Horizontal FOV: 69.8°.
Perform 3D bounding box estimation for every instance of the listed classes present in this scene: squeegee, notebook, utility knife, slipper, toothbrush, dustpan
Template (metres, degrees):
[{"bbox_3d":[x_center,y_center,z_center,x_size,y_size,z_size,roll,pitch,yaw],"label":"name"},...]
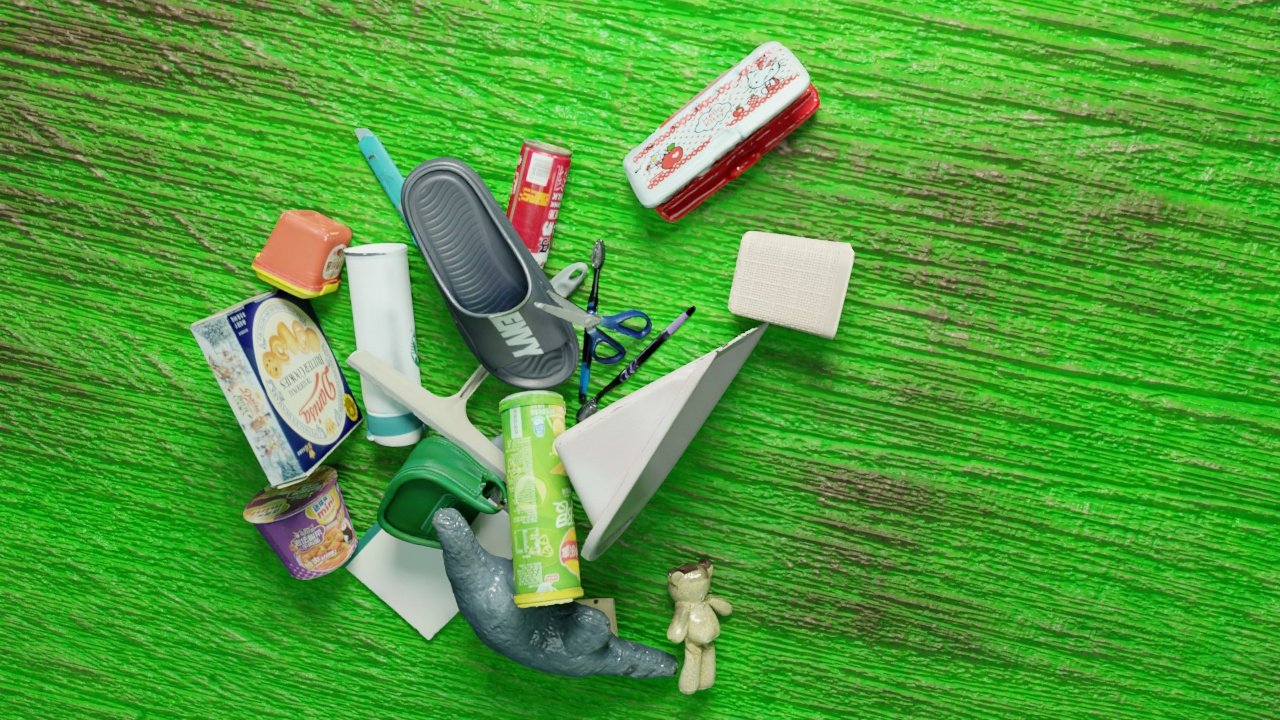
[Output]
[{"bbox_3d":[-0.145,-0.017,1.011,0.246,0.039,0.246,40,95,-20],"label":"squeegee"},{"bbox_3d":[-0.248,0.229,1.104,0.150,0.012,0.209,43,110,-7],"label":"notebook"},{"bbox_3d":[-0.263,-0.180,0.995,0.029,0.013,0.161,-28,101,11],"label":"utility knife"},{"bbox_3d":[-0.155,-0.072,0.920,0.111,0.083,0.268,-26,112,6],"label":"slipper"},{"bbox_3d":[-0.056,-0.041,1.013,0.014,0.016,0.190,9,108,5],"label":"toothbrush"},{"bbox_3d":[0.034,0.088,0.942,0.274,0.222,0.139,-29,89,26],"label":"dustpan"},{"bbox_3d":[-0.006,0.006,1.020,0.189,0.016,0.014,-44,123,14],"label":"toothbrush"}]

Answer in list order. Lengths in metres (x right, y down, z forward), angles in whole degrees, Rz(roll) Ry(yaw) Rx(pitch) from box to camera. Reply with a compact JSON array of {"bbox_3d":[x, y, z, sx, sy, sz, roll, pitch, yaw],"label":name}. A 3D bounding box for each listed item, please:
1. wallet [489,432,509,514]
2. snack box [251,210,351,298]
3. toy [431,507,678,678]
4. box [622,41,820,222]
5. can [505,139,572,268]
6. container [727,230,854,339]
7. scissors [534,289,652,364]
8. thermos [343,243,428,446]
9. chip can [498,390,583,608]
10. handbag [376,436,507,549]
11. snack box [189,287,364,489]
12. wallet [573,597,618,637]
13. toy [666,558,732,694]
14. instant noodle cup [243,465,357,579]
[{"bbox_3d":[-0.156,0.149,1.078,0.097,0.019,0.121,-31,102,15],"label":"wallet"},{"bbox_3d":[-0.360,-0.117,0.986,0.082,0.091,0.080,25,100,-2],"label":"snack box"},{"bbox_3d":[-0.114,0.290,1.042,0.356,0.091,0.138,37,122,-20],"label":"toy"},{"bbox_3d":[0.077,-0.225,0.906,0.202,0.091,0.094,-36,98,15],"label":"box"},{"bbox_3d":[-0.112,-0.160,0.964,0.053,0.053,0.133,16,107,1],"label":"can"},{"bbox_3d":[0.152,-0.083,0.941,0.111,0.090,0.090,12,107,6],"label":"container"},{"bbox_3d":[-0.042,-0.045,0.950,0.128,0.173,0.012,-28,58,-9],"label":"scissors"},{"bbox_3d":[-0.278,-0.014,1.019,0.073,0.073,0.224,0,106,6],"label":"thermos"},{"bbox_3d":[-0.105,0.142,0.961,0.072,0.072,0.221,-8,78,8],"label":"chip can"},{"bbox_3d":[-0.219,0.156,1.016,0.120,0.067,0.132,30,128,-8],"label":"handbag"},{"bbox_3d":[-0.378,0.019,0.978,0.046,0.177,0.182,-20,104,7],"label":"snack box"},{"bbox_3d":[-0.084,0.333,1.120,0.115,0.024,0.087,-5,100,6],"label":"wallet"},{"bbox_3d":[0.062,0.312,1.072,0.066,0.105,0.157,1,96,51],"label":"toy"},{"bbox_3d":[-0.388,0.193,1.072,0.112,0.111,0.099,-15,112,10],"label":"instant noodle cup"}]
